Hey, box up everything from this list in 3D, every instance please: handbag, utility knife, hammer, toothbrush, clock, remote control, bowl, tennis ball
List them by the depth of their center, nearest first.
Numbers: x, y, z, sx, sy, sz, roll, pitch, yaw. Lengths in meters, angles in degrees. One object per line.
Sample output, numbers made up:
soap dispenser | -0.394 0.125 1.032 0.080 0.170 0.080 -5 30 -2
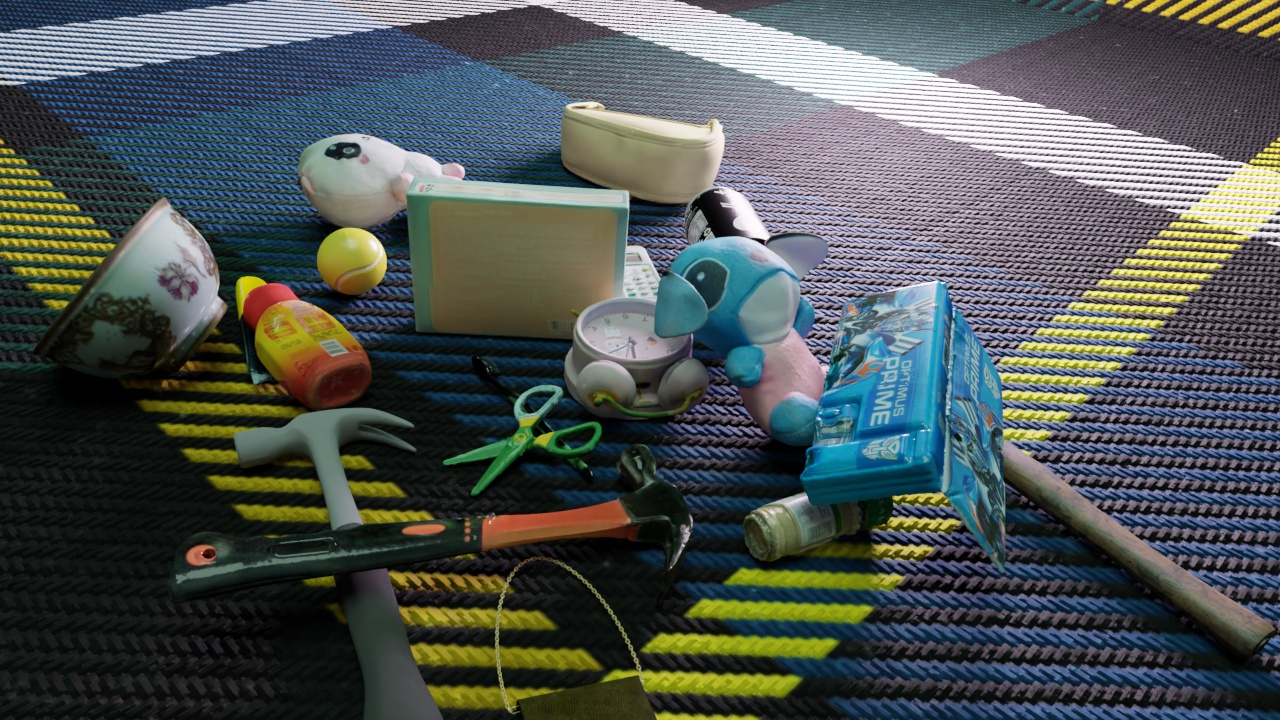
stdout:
handbag | -0.046 0.181 0.558 0.084 0.027 0.178 -6 30 -18
hammer | -0.119 0.115 0.593 0.332 0.033 0.133 -2 34 -24
hammer | -0.185 0.129 0.607 0.124 0.030 0.311 -12 38 -23
hammer | 0.310 0.106 0.706 0.119 0.033 0.330 -19 41 -25
toothbrush | -0.090 0.044 0.760 0.017 0.014 0.188 -3 32 -42
bowl | -0.406 -0.044 0.761 0.094 0.160 0.159 40 24 -24
clock | -0.005 0.005 0.788 0.116 0.059 0.157 -2 35 -10
utility knife | -0.346 -0.027 0.827 0.028 0.020 0.174 4 31 -29
tennis ball | -0.282 -0.097 0.899 0.065 0.065 0.065 3 34 -2
remote control | -0.005 -0.080 0.947 0.050 0.022 0.133 -5 35 -13
handbag | -0.002 -0.279 1.199 0.233 0.089 0.190 15 30 19

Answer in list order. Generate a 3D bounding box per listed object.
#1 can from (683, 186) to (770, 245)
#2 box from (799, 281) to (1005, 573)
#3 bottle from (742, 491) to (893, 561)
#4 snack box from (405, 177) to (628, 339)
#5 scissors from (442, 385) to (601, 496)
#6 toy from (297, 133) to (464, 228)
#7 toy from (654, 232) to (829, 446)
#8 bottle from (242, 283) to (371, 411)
can | 0.096 -0.122 0.971 0.080 0.080 0.145 -2 34 -11
box | 0.211 0.046 0.705 0.114 0.114 0.242 -12 28 27
bottle | 0.128 0.113 0.660 0.109 0.043 0.042 -13 38 -23
snack box | -0.110 -0.089 0.839 0.193 0.142 0.044 3 35 -2
scissors | -0.098 0.058 0.723 0.131 0.012 0.112 -13 42 -10
toy | -0.285 -0.198 1.011 0.179 0.102 0.138 -3 28 -3
toy | 0.108 -0.025 0.771 0.223 0.099 0.191 -27 81 -49
bottle | -0.286 -0.015 0.775 0.071 0.049 0.134 -22 50 -40
